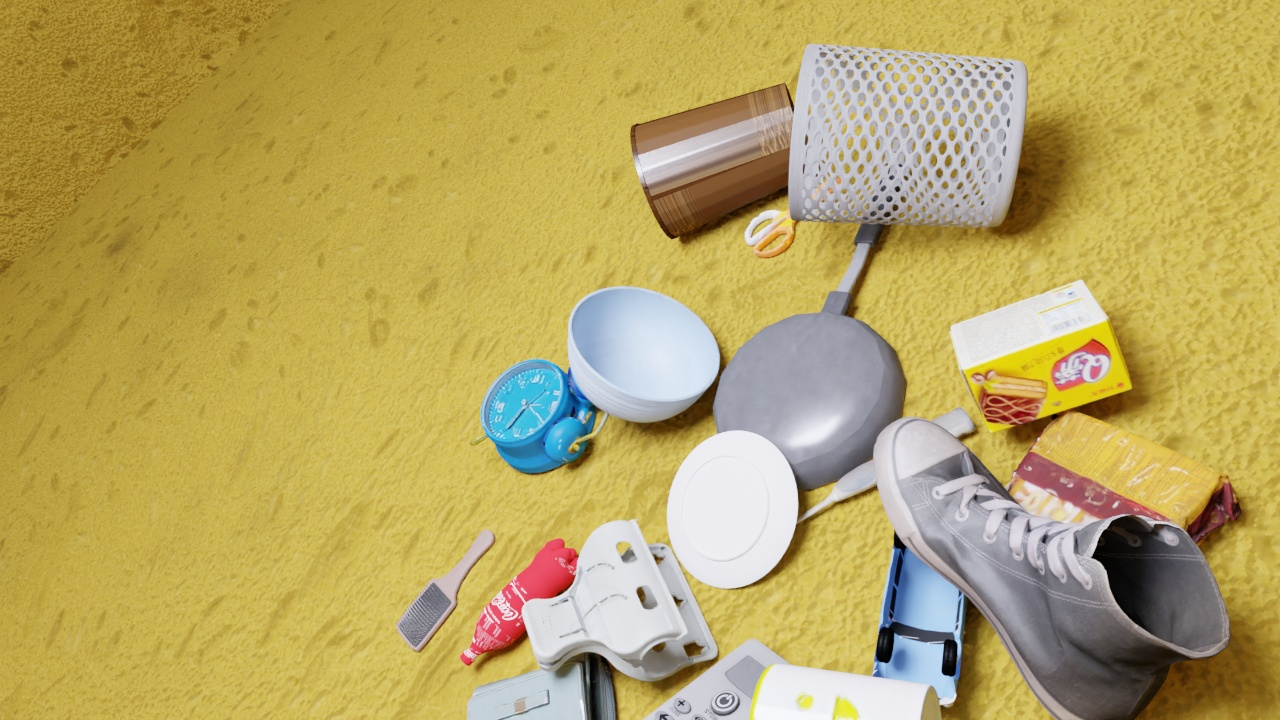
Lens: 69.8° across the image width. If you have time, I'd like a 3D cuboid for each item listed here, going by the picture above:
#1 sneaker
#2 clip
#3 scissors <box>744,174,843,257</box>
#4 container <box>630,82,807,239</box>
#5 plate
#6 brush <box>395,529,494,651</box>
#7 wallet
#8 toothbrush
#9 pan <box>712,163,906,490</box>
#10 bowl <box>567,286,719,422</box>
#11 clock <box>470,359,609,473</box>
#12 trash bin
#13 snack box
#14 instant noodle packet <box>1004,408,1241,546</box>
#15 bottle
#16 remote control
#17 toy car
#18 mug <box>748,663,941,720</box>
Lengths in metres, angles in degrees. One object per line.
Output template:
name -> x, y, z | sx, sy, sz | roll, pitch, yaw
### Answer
sneaker -> 0.247, 0.109, 0.582 | 0.095, 0.120, 0.234 | -14, 54, -23
clip -> -0.022, 0.194, 0.746 | 0.151, 0.105, 0.126 | -2, 36, -22
scissors -> 0.165, -0.159, 0.970 | 0.128, 0.013, 0.065 | -40, 44, 4
container -> 0.092, -0.221, 0.993 | 0.167, 0.132, 0.132 | -17, 49, 16
plate -> 0.073, 0.125, 0.784 | 0.135, 0.011, 0.134 | -15, 66, 37
brush -> -0.196, 0.225, 0.925 | 0.050, 0.015, 0.135 | 29, 76, 46
wallet -> -0.086, 0.304, 0.765 | 0.132, 0.054, 0.100 | -27, 44, 21
toothbrush -> 0.186, 0.095, 0.750 | 0.186, 0.024, 0.022 | -33, 5, 10
pan -> 0.180, -0.047, 0.850 | 0.179, 0.041, 0.356 | 9, 63, 39
bowl -> -0.005, 0.005, 0.894 | 0.075, 0.150, 0.150 | 113, 156, -44
clock -> -0.095, 0.054, 0.954 | 0.162, 0.060, 0.116 | -3, 55, 30
trash bin -> 0.235, -0.196, 0.817 | 0.183, 0.157, 0.156 | 7, 60, 14
snack box -> 0.300, -0.003, 0.697 | 0.106, 0.061, 0.083 | -21, 19, 21
instant noodle packet -> 0.326, 0.097, 0.638 | 0.098, 0.039, 0.135 | -52, 41, -5
bottle -> -0.112, 0.226, 0.846 | 0.141, 0.042, 0.042 | -46, 44, -3
remote control -> 0.050, 0.264, 0.667 | 0.150, 0.019, 0.074 | -29, 28, -24
toy car -> 0.203, 0.170, 0.655 | 0.056, 0.055, 0.153 | 6, 59, 22
mug -> 0.133, 0.243, 0.591 | 0.106, 0.082, 0.082 | -3, 56, 28
